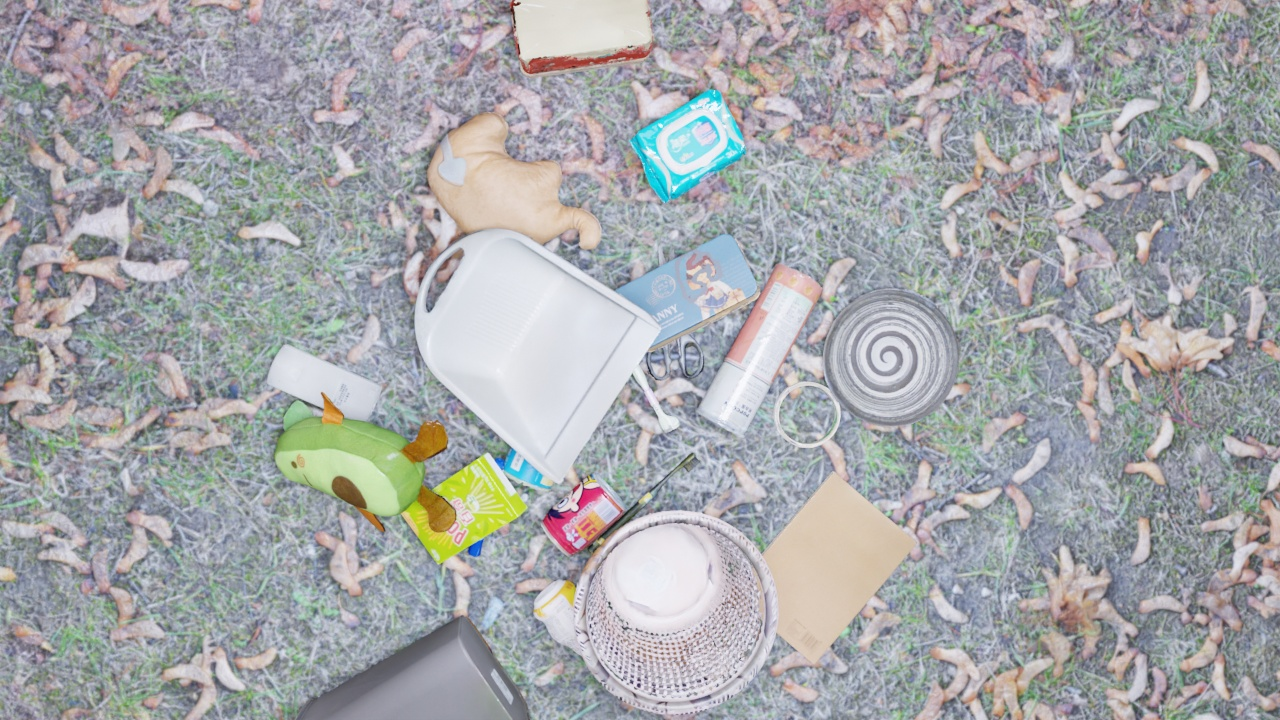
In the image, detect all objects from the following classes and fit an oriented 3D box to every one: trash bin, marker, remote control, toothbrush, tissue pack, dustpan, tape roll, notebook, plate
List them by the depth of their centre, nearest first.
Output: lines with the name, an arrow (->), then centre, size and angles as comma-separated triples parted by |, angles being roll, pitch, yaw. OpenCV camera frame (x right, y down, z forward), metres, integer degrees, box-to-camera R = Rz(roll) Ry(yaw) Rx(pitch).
dustpan -> -0.146, -0.029, 1.067 | 0.142, 0.258, 0.223 | 24, 103, -43
trash bin -> -0.262, 0.441, 1.093 | 0.219, 0.199, 0.198 | -33, 94, -9
trash bin -> 0.034, 0.275, 1.094 | 0.227, 0.192, 0.227 | 0, 92, -4
marker -> -0.191, 0.183, 1.139 | 0.017, 0.016, 0.146 | 17, 116, -4
remote control -> -0.397, 0.030, 1.152 | 0.135, 0.019, 0.056 | 24, 90, -3
tissue pack -> 0.059, -0.268, 1.152 | 0.133, 0.050, 0.093 | -32, 94, -1
toothbrush -> -0.007, 0.007, 1.173 | 0.029, 0.020, 0.189 | -29, 92, 30
toothbrush -> 0.004, 0.186, 1.182 | 0.186, 0.012, 0.017 | -42, 104, -1
tape roll -> 0.215, 0.070, 1.188 | 0.086, 0.014, 0.086 | 0, 92, -3
plate -> 0.322, -0.004, 1.188 | 0.179, 0.024, 0.179 | 0, 93, -2
notebook -> 0.239, 0.272, 1.197 | 0.149, 0.012, 0.211 | 40, 89, -4

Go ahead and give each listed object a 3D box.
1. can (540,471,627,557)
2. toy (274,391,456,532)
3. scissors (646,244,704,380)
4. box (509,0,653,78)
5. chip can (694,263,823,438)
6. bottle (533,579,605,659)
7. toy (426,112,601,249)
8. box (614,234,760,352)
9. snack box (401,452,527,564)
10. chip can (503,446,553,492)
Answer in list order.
can -> -0.072, 0.194, 1.150 | 0.094, 0.066, 0.066 | -42, 93, -1
toy -> -0.335, 0.126, 1.099 | 0.247, 0.089, 0.227 | 8, 125, 20
scissors -> 0.048, -0.059, 1.179 | 0.146, 0.014, 0.172 | 32, 87, -2
box -> -0.071, -0.407, 1.126 | 0.168, 0.080, 0.091 | -9, 91, -2
chip can -> 0.150, -0.012, 1.154 | 0.071, 0.071, 0.214 | 29, 90, -4
bottle -> -0.084, 0.331, 1.155 | 0.063, 0.063, 0.108 | -39, 93, -2
toy -> -0.156, -0.195, 1.129 | 0.226, 0.082, 0.143 | 39, 103, -6
box -> 0.052, -0.079, 1.136 | 0.184, 0.061, 0.089 | -29, 82, 6
snack box -> -0.219, 0.184, 1.126 | 0.157, 0.026, 0.086 | -33, 93, 30
chip can -> -0.102, 0.055, 1.143 | 0.071, 0.071, 0.210 | 23, 91, -4
